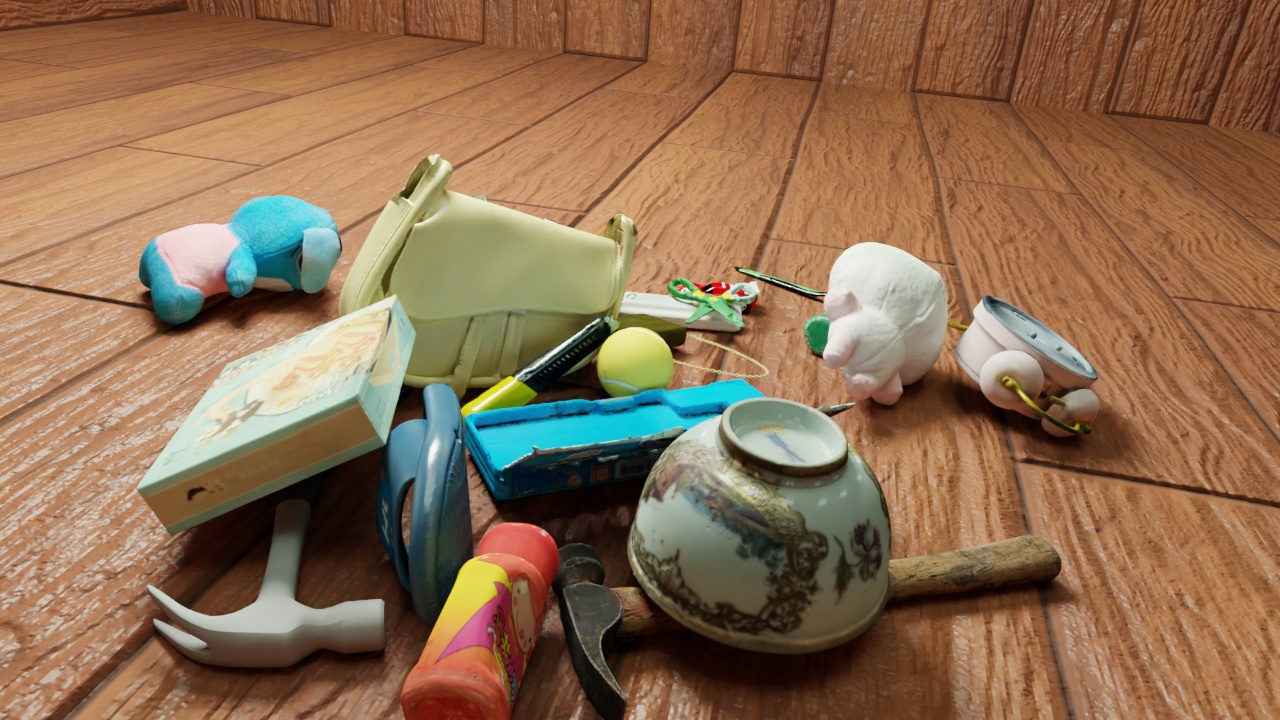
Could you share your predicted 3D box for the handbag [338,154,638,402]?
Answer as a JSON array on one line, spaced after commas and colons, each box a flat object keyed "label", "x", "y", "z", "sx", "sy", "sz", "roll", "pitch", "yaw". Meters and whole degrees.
[{"label": "handbag", "x": -0.124, "y": -0.059, "z": 0.778, "sx": 0.232, "sy": 0.191, "sz": 0.088, "roll": 13, "pitch": 15, "yaw": -27}]

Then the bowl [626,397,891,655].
[{"label": "bowl", "x": 0.075, "y": 0.079, "z": 0.535, "sx": 0.160, "sy": 0.094, "sz": 0.159, "roll": 6, "pitch": 28, "yaw": -3}]

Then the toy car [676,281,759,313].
[{"label": "toy car", "x": 0.082, "y": -0.072, "z": 0.998, "sx": 0.089, "sy": 0.025, "sz": 0.038, "roll": 4, "pitch": 26, "yaw": -2}]

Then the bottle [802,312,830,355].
[{"label": "bottle", "x": 0.210, "y": -0.037, "z": 0.932, "sx": 0.043, "sy": 0.043, "sz": 0.109, "roll": 25, "pitch": 31, "yaw": 36}]

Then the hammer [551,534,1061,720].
[{"label": "hammer", "x": 0.117, "y": 0.145, "z": 0.557, "sx": 0.330, "sy": 0.033, "sz": 0.120, "roll": -3, "pitch": 31, "yaw": -17}]

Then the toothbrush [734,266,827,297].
[{"label": "toothbrush", "x": 0.182, "y": -0.081, "z": 1.056, "sx": 0.188, "sy": 0.017, "sz": 0.014, "roll": 23, "pitch": 27, "yaw": 39}]

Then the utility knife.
[{"label": "utility knife", "x": -0.077, "y": 0.008, "z": 0.753, "sx": 0.020, "sy": 0.029, "sz": 0.174, "roll": 30, "pitch": 52, "yaw": 34}]

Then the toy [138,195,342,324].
[{"label": "toy", "x": -0.405, "y": -0.108, "z": 0.926, "sx": 0.191, "sy": 0.099, "sz": 0.224, "roll": -25, "pitch": 30, "yaw": -28}]

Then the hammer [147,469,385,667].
[{"label": "hammer", "x": -0.233, "y": 0.088, "z": 0.613, "sx": 0.125, "sy": 0.030, "sz": 0.310, "roll": -1, "pitch": 26, "yaw": -14}]

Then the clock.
[{"label": "clock", "x": 0.339, "y": 0.009, "z": 0.803, "sx": 0.116, "sy": 0.059, "sz": 0.157, "roll": 24, "pitch": 27, "yaw": -16}]

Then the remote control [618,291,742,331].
[{"label": "remote control", "x": 0.039, "y": -0.053, "z": 0.955, "sx": 0.133, "sy": 0.022, "sz": 0.050, "roll": 5, "pitch": 26, "yaw": 0}]

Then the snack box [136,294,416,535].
[{"label": "snack box", "x": -0.231, "y": 0.027, "z": 0.619, "sx": 0.141, "sy": 0.044, "sz": 0.193, "roll": -22, "pitch": 24, "yaw": 2}]

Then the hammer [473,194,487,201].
[{"label": "hammer", "x": -0.193, "y": -0.096, "z": 0.979, "sx": 0.133, "sy": 0.033, "sz": 0.333, "roll": -16, "pitch": 34, "yaw": -15}]

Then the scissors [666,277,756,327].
[{"label": "scissors", "x": 0.081, "y": -0.059, "z": 0.935, "sx": 0.123, "sy": 0.012, "sz": 0.127, "roll": -9, "pitch": 30, "yaw": -24}]

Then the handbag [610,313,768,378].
[{"label": "handbag", "x": 0.041, "y": -0.008, "z": 0.839, "sx": 0.178, "sy": 0.027, "sz": 0.083, "roll": 20, "pitch": 22, "yaw": 41}]

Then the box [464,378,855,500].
[{"label": "box", "x": 0.011, "y": 0.061, "z": 0.668, "sx": 0.243, "sy": 0.060, "sz": 0.176, "roll": -7, "pitch": 7, "yaw": -23}]

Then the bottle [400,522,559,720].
[{"label": "bottle", "x": -0.078, "y": 0.139, "z": 0.478, "sx": 0.048, "sy": 0.071, "sz": 0.134, "roll": -3, "pitch": 27, "yaw": 10}]

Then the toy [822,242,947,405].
[{"label": "toy", "x": 0.214, "y": -0.029, "z": 0.829, "sx": 0.102, "sy": 0.139, "sz": 0.179, "roll": -19, "pitch": 18, "yaw": 44}]

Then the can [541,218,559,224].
[{"label": "can", "x": -0.086, "y": -0.092, "z": 0.948, "sx": 0.080, "sy": 0.080, "sz": 0.146, "roll": -9, "pitch": 29, "yaw": -26}]

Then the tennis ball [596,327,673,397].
[{"label": "tennis ball", "x": -0.005, "y": 0.005, "z": 0.779, "sx": 0.065, "sy": 0.065, "sz": 0.065, "roll": 4, "pitch": 26, "yaw": -2}]

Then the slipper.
[{"label": "slipper", "x": -0.136, "y": 0.076, "z": 0.571, "sx": 0.059, "sy": 0.104, "sz": 0.213, "roll": -2, "pitch": 22, "yaw": -11}]
